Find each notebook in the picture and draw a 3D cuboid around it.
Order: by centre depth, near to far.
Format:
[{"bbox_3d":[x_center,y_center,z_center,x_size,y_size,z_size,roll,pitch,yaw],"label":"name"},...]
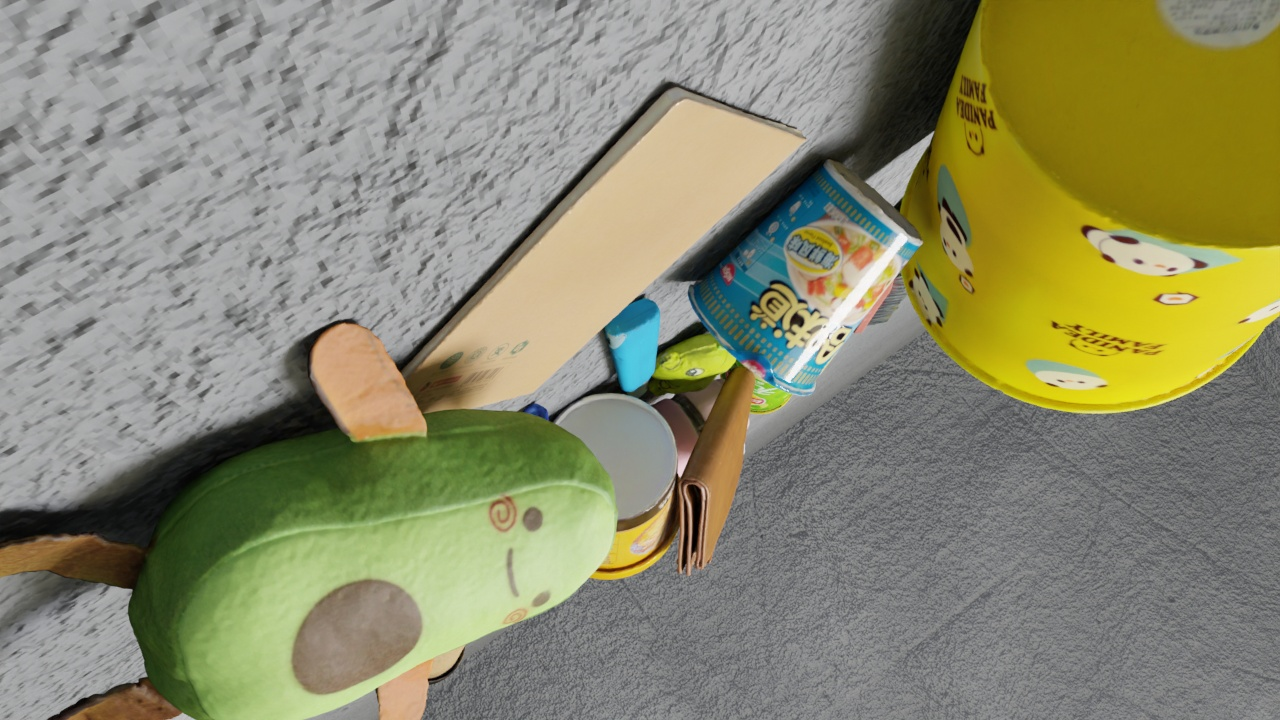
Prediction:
[{"bbox_3d":[-0.025,-0.037,0.417,0.208,0.008,0.147,-42,168,25],"label":"notebook"}]

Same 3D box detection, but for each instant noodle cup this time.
[{"bbox_3d":[0.099,-0.051,0.527,0.110,0.099,0.099,-49,164,22],"label":"instant noodle cup"},{"bbox_3d":[-0.024,0.088,0.667,0.118,0.118,0.115,-33,160,-17],"label":"instant noodle cup"}]

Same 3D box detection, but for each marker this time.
[{"bbox_3d":[-0.079,0.061,0.627,0.016,0.017,0.146,-32,168,-22],"label":"marker"}]

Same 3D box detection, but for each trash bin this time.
[{"bbox_3d":[0.252,-0.103,0.465,0.230,0.229,0.255,-37,163,5],"label":"trash bin"}]

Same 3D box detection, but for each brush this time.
[{"bbox_3d":[0.196,-0.073,0.802,0.069,0.063,0.146,-6,165,-1],"label":"brush"}]

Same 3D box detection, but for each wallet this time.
[{"bbox_3d":[0.058,0.088,0.695,0.130,0.035,0.119,-60,161,-48],"label":"wallet"}]

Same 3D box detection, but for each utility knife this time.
[{"bbox_3d":[-0.004,0.004,0.607,0.034,0.018,0.218,-35,167,-8],"label":"utility knife"}]

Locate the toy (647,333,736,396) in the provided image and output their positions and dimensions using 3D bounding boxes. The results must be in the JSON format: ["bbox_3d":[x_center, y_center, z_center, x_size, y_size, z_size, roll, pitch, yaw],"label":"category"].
[{"bbox_3d":[0.042,0.003,0.700,0.096,0.031,0.100,-11,164,-34],"label":"toy"}]

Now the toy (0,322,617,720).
[{"bbox_3d":[-0.114,0.083,0.369,0.246,0.090,0.227,-16,132,-27],"label":"toy"}]

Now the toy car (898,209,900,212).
[{"bbox_3d":[0.270,-0.137,0.802,0.070,0.042,0.157,-43,164,28],"label":"toy car"}]

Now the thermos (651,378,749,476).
[{"bbox_3d":[0.002,0.090,0.780,0.198,0.087,0.067,-27,-159,-20],"label":"thermos"}]

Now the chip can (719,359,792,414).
[{"bbox_3d":[0.109,-0.011,0.749,0.072,0.072,0.221,-35,168,-8],"label":"chip can"}]

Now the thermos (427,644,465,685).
[{"bbox_3d":[-0.169,0.203,0.767,0.092,0.093,0.144,-19,151,-55],"label":"thermos"}]
